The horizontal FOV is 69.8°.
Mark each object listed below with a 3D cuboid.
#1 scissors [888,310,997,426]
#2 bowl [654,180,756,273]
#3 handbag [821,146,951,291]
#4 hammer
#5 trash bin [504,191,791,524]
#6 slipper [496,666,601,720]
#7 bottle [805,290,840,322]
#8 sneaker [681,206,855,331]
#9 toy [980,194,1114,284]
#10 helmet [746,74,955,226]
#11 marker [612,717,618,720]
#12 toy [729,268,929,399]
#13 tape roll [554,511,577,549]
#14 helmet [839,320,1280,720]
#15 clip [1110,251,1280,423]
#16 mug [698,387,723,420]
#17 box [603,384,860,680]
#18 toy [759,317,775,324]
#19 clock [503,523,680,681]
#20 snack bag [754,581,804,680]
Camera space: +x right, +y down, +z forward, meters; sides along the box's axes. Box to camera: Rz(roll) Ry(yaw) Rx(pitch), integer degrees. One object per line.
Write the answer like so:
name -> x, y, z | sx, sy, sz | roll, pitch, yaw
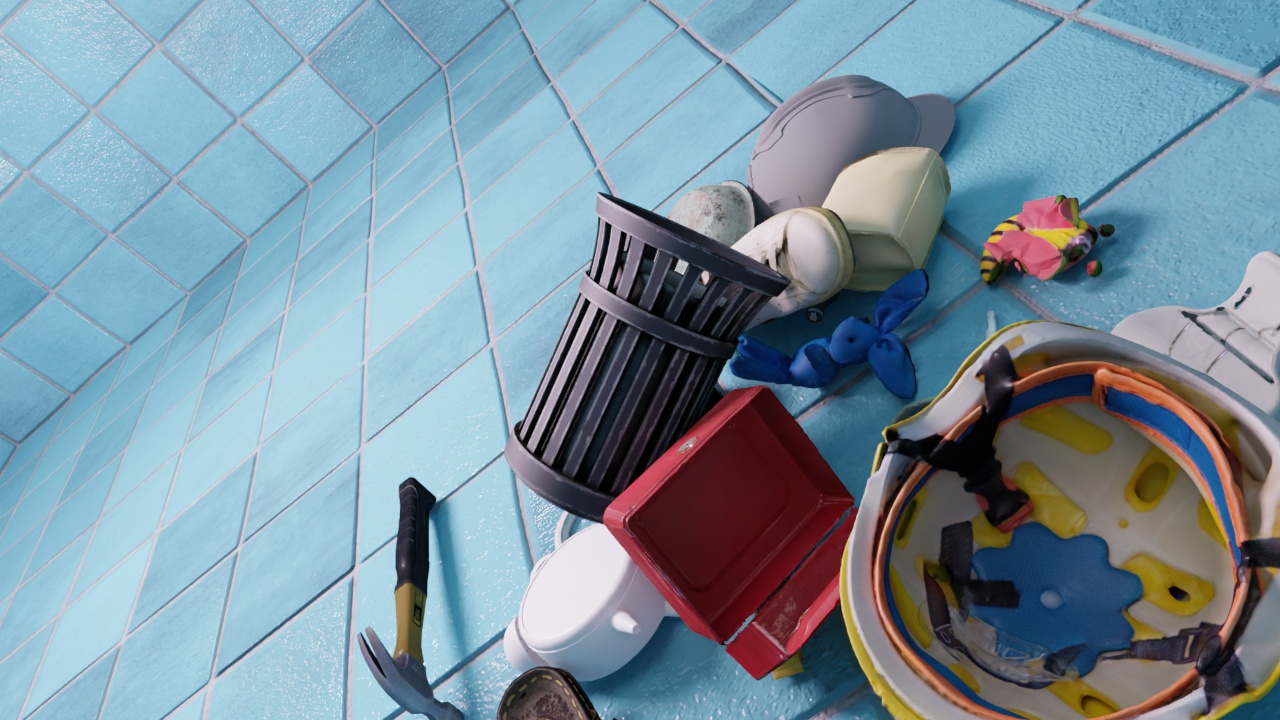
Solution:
scissors -> 0.267, 0.027, 0.687 | 0.172, 0.022, 0.173 | -33, 29, 22
bowl -> 0.061, -0.127, 1.002 | 0.158, 0.038, 0.157 | -35, 47, 47
handbag -> 0.215, -0.128, 0.840 | 0.111, 0.081, 0.119 | 6, 53, 37
hammer -> -0.234, 0.223, 0.938 | 0.025, 0.118, 0.332 | -37, 28, 7
trash bin -> -0.005, 0.004, 0.738 | 0.228, 0.164, 0.164 | -65, 30, 12
slipper -> -0.048, 0.317, 0.622 | 0.113, 0.076, 0.267 | -38, 42, 3
bottle -> 0.177, -0.082, 0.882 | 0.036, 0.036, 0.109 | -12, 44, 40
sneaker -> 0.082, -0.068, 0.831 | 0.102, 0.089, 0.242 | -14, -9, -35
toy -> 0.320, -0.094, 0.737 | 0.104, 0.046, 0.084 | -3, 64, 52
helmet -> 0.182, -0.227, 0.965 | 0.272, 0.117, 0.183 | -32, 34, 22
marker -> -0.049, 0.333, 0.680 | 0.016, 0.016, 0.140 | 9, 60, 52
toy -> 0.166, -0.006, 0.784 | 0.177, 0.071, 0.112 | -15, 44, 22
tape roll -> -0.043, 0.155, 0.877 | 0.093, 0.013, 0.092 | -29, 36, 23
helmet -> 0.231, 0.114, 0.502 | 0.240, 0.139, 0.209 | -47, 52, -3
clip -> 0.359, 0.005, 0.572 | 0.143, 0.072, 0.124 | -42, 34, 17
mug -> 0.016, 0.030, 0.884 | 0.078, 0.088, 0.114 | -51, 33, -11
box -> 0.077, 0.109, 0.642 | 0.168, 0.154, 0.156 | 39, 67, 20
toy -> 0.113, -0.088, 0.900 | 0.090, 0.103, 0.070 | 13, 47, 38
clock -> -0.036, 0.205, 0.768 | 0.161, 0.073, 0.125 | -24, 29, 36
snack bag -> 0.099, 0.189, 0.678 | 0.026, 0.020, 0.099 | -30, 35, 18
